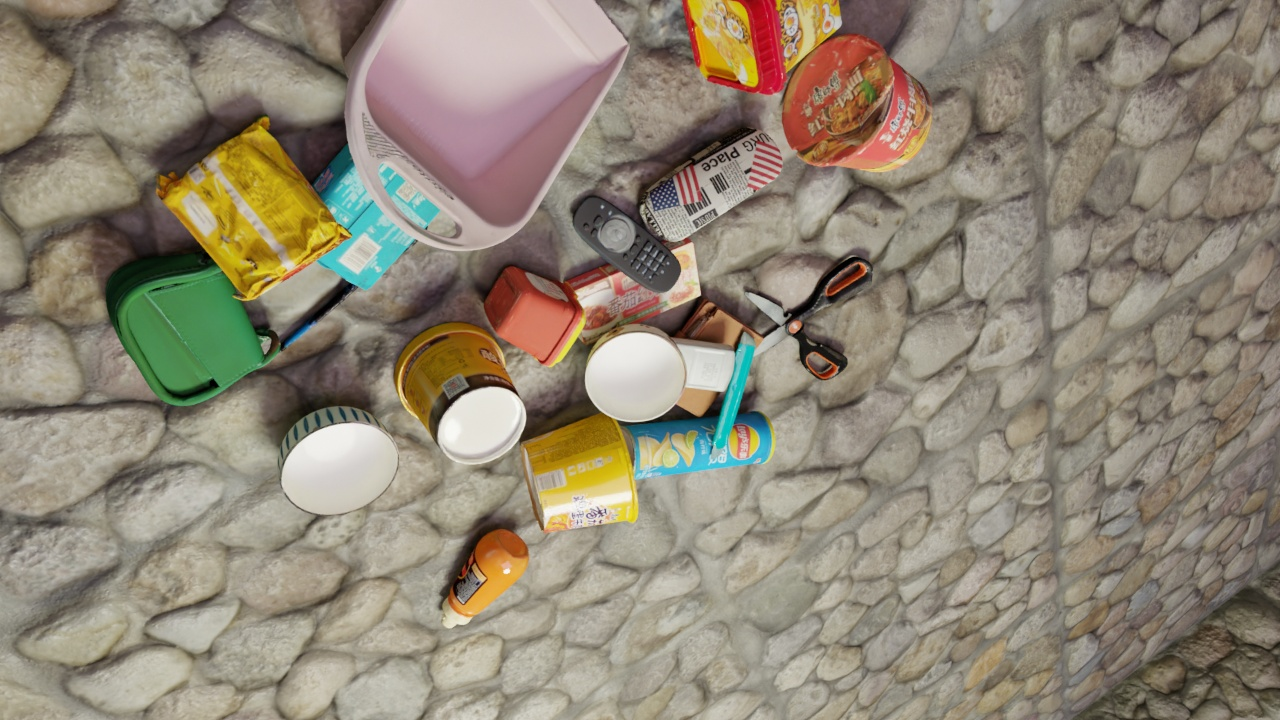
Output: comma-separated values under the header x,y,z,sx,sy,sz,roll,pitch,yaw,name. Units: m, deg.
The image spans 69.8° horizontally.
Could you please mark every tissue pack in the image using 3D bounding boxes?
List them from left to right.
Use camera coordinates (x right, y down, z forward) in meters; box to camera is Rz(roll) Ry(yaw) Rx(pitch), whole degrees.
x,y,z,sx,sy,sz,roll,pitch,yaw,name
-0.248,-0.138,0.831,0.133,0.050,0.093,-46,130,3,tissue pack

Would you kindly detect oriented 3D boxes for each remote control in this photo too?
x,y,z,sx,sy,sz,roll,pitch,yaw,name
-0.015,-0.123,0.981,0.136,0.024,0.053,37,85,-20,remote control
0.036,0.001,1.080,0.150,0.021,0.058,7,116,-9,remote control

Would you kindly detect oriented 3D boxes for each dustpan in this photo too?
x,y,z,sx,sy,sz,roll,pitch,yaw,name
-0.126,-0.234,0.782,0.273,0.139,0.222,-48,131,6,dustpan

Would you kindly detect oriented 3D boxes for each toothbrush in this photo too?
x,y,z,sx,sy,sz,roll,pitch,yaw,name
-0.279,-0.071,0.882,0.189,0.014,0.016,-40,131,0,toothbrush

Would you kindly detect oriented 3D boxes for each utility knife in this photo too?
x,y,z,sx,sy,sz,roll,pitch,yaw,name
0.112,0.045,1.129,0.029,0.013,0.166,8,103,-34,utility knife

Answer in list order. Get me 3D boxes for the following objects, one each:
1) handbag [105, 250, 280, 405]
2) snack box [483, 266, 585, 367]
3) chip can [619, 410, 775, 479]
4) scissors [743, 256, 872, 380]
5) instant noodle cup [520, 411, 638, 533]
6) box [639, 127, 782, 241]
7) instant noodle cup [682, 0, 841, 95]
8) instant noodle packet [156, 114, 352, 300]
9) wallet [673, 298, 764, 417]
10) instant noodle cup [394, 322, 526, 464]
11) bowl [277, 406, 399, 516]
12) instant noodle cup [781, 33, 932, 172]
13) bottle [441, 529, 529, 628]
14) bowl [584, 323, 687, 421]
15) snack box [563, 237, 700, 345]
x,y,z,sx,sy,sz,roll,pitch,yaw,name
-0.393,-0.033,0.809,0.120,0.068,0.131,-27,129,-24,handbag
-0.111,-0.051,0.948,0.080,0.091,0.082,27,104,-33,snack box
0.068,0.108,1.171,0.209,0.071,0.071,-3,121,-29,chip can
0.216,-0.048,1.188,0.221,0.021,0.233,-47,130,6,scissors
-0.075,0.136,1.070,0.109,0.138,0.138,-13,126,-13,instant noodle cup
0.077,-0.187,0.974,0.163,0.082,0.075,-32,125,-6,box
0.123,-0.336,0.889,0.123,0.116,0.116,-36,132,-20,instant noodle cup
-0.322,-0.126,0.765,0.110,0.044,0.128,-36,93,-8,instant noodle packet
0.077,-0.001,1.128,0.107,0.031,0.132,28,105,-36,wallet
-0.181,0.038,0.946,0.118,0.114,0.119,-15,126,-22,instant noodle cup
-0.312,0.093,0.937,0.116,0.066,0.117,-16,128,-22,bowl
0.238,-0.268,0.991,0.108,0.138,0.138,5,118,-43,instant noodle cup
-0.200,0.277,1.135,0.066,0.066,0.150,25,113,-40,bottle
-0.006,0.006,1.031,0.113,0.062,0.114,-1,117,-3,bowl
-0.007,-0.080,1.031,0.152,0.025,0.075,-24,130,-15,snack box
